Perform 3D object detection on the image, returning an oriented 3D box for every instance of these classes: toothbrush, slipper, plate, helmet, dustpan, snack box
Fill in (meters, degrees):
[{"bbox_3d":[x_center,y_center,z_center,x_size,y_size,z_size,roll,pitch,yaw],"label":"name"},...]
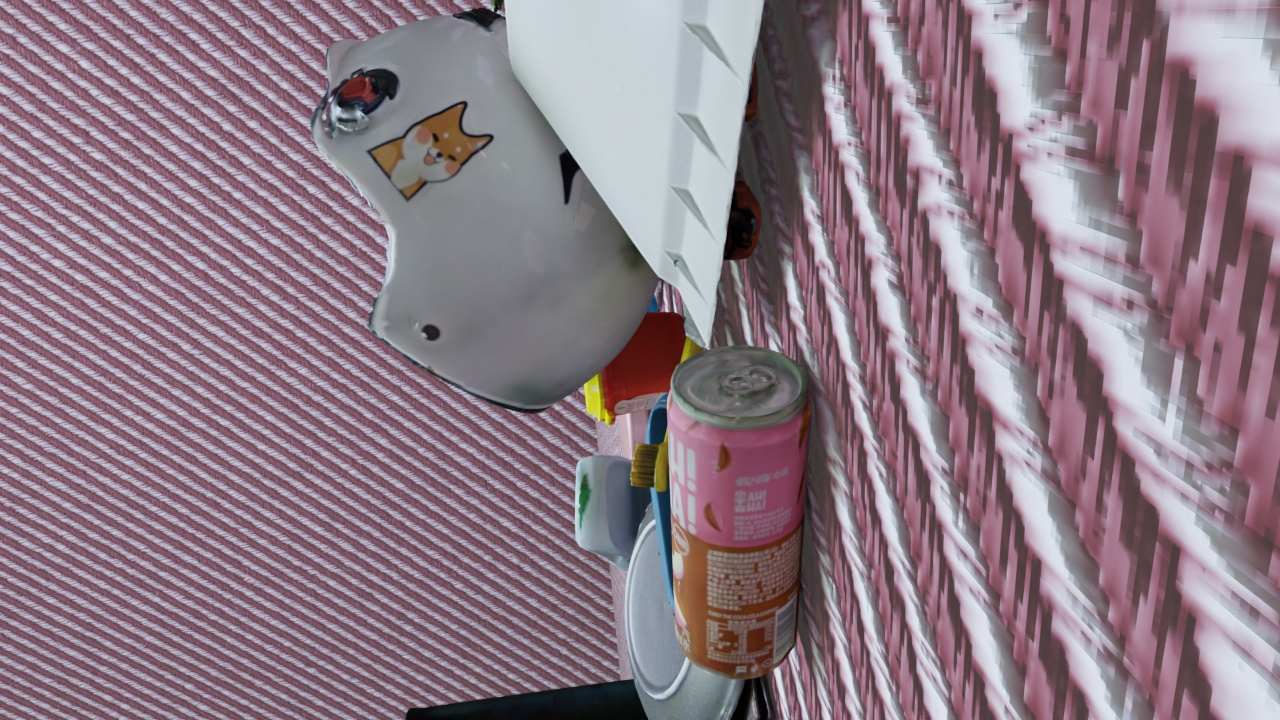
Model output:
[{"bbox_3d":[0.020,0.007,0.475,0.189,0.017,0.016,-69,-20,-59],"label":"toothbrush"},{"bbox_3d":[0.000,0.136,0.834,0.245,0.074,0.104,47,-138,-70],"label":"slipper"},{"bbox_3d":[-0.015,0.028,1.140,0.229,0.028,0.229,173,92,-85],"label":"plate"},{"bbox_3d":[-0.073,-0.111,0.583,0.230,0.157,0.273,27,-136,-64],"label":"helmet"},{"bbox_3d":[0.025,-0.184,0.426,0.257,0.142,0.223,52,156,29],"label":"dustpan"},{"bbox_3d":[0.020,0.157,0.590,0.180,0.024,0.179,-174,90,-67],"label":"plate"},{"bbox_3d":[-0.004,0.004,0.700,0.091,0.080,0.082,103,161,-75],"label":"snack box"}]

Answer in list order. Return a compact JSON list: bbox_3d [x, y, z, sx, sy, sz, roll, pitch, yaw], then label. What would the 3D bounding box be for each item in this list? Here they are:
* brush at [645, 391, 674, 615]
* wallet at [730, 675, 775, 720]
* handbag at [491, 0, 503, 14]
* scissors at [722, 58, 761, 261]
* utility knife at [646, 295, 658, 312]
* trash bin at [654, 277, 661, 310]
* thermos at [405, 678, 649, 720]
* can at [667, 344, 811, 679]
[{"bbox_3d":[0.035,0.080,0.500,0.074,0.055,0.143,95,168,-68],"label":"brush"},{"bbox_3d":[0.058,0.178,0.576,0.097,0.020,0.122,99,166,-51],"label":"wallet"},{"bbox_3d":[-0.048,-0.270,0.644,0.131,0.120,0.068,-133,31,-79],"label":"handbag"},{"bbox_3d":[0.037,-0.092,0.489,0.203,0.015,0.204,91,172,-50],"label":"scissors"},{"bbox_3d":[-0.003,-0.068,0.752,0.034,0.018,0.216,-53,-54,-67],"label":"utility knife"},{"bbox_3d":[-0.089,-0.143,0.855,0.227,0.192,0.227,172,92,-85],"label":"trash bin"},{"bbox_3d":[-0.054,0.293,0.701,0.089,0.242,0.068,-102,7,-58],"label":"thermos"},{"bbox_3d":[0.042,0.069,0.397,0.057,0.058,0.147,-104,10,-58],"label":"can"}]
